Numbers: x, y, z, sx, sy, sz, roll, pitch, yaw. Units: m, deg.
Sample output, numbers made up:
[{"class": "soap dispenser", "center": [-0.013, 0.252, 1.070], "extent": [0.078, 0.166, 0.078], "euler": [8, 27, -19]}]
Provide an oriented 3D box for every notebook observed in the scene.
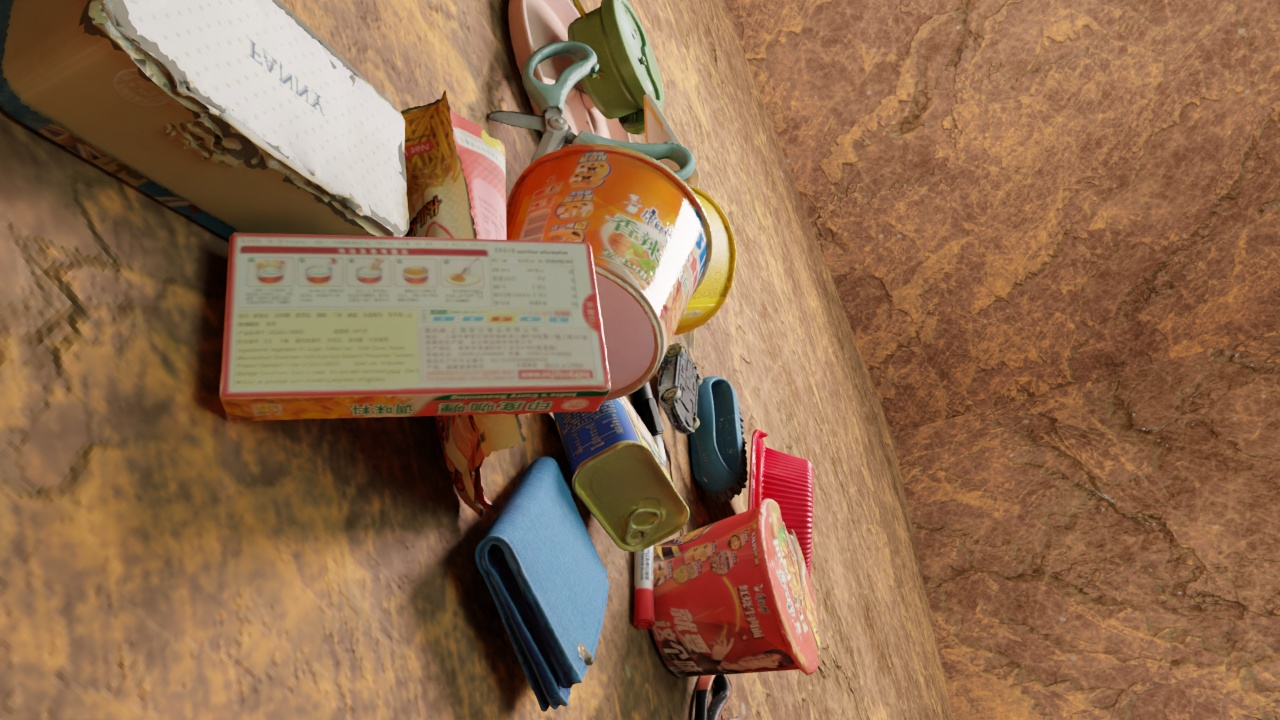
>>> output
[{"class": "notebook", "center": [0.030, -0.133, 0.893], "extent": [0.207, 0.010, 0.145], "euler": [88, -15, -45]}]

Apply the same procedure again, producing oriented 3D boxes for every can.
[{"class": "can", "center": [-0.016, 0.071, 0.647], "extent": [0.102, 0.057, 0.083], "euler": [58, 4, -40]}]

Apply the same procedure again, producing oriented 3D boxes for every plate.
[{"class": "plate", "center": [-0.065, -0.260, 0.892], "extent": [0.229, 0.028, 0.229], "euler": [-17, 90, -71]}]

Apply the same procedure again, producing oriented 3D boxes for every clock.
[{"class": "clock", "center": [-0.018, -0.294, 0.923], "extent": [0.161, 0.056, 0.116], "euler": [23, 52, -66]}]

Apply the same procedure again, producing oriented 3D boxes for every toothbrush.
[{"class": "toothbrush", "center": [0.006, 0.013, 0.863], "extent": [0.016, 0.016, 0.180], "euler": [38, 38, -65]}]

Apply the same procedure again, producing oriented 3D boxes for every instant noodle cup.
[{"class": "instant noodle cup", "center": [0.072, 0.192, 0.738], "extent": [0.137, 0.109, 0.138], "euler": [-17, 90, -72]}, {"class": "instant noodle cup", "center": [-0.004, -0.081, 0.751], "extent": [0.109, 0.138, 0.138], "euler": [-20, 92, -63]}, {"class": "instant noodle cup", "center": [-0.034, -0.051, 0.612], "extent": [0.151, 0.152, 0.111], "euler": [60, 30, -33]}, {"class": "instant noodle cup", "center": [0.144, 0.168, 0.950], "extent": [0.193, 0.066, 0.194], "euler": [2, 89, -81]}]

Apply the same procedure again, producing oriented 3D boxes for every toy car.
[{"class": "toy car", "center": [0.036, 0.028, 0.884], "extent": [0.049, 0.031, 0.105], "euler": [55, 25, -31]}]

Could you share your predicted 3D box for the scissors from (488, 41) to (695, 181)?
[{"class": "scissors", "center": [-0.034, -0.202, 0.752], "extent": [0.019, 0.174, 0.169], "euler": [116, -18, -51]}]

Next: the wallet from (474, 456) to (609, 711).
[{"class": "wallet", "center": [-0.054, 0.125, 0.540], "extent": [0.133, 0.040, 0.106], "euler": [-65, 134, -75]}]

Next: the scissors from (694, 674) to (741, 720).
[{"class": "scissors", "center": [0.053, 0.325, 0.710], "extent": [0.208, 0.015, 0.182], "euler": [-89, 155, -44]}]

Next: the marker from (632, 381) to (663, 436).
[{"class": "marker", "center": [-0.005, 0.005, 0.831], "extent": [0.020, 0.022, 0.132], "euler": [-12, 83, -29]}]

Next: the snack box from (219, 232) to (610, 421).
[{"class": "snack box", "center": [-0.094, -0.015, 0.396], "extent": [0.027, 0.155, 0.077], "euler": [119, -33, -59]}]

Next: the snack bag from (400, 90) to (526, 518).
[{"class": "snack bag", "center": [-0.096, -0.029, 0.493], "extent": [0.129, 0.073, 0.207], "euler": [123, -40, -60]}]

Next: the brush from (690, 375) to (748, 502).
[{"class": "brush", "center": [0.076, 0.072, 0.949], "extent": [0.073, 0.055, 0.143], "euler": [57, 24, -43]}]

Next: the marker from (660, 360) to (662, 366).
[{"class": "marker", "center": [0.025, -0.004, 0.936], "extent": [0.017, 0.017, 0.145], "euler": [12, 62, -70]}]

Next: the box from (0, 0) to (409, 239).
[{"class": "box", "center": [-0.167, -0.104, 0.391], "extent": [0.184, 0.064, 0.089], "euler": [45, 33, -59]}]

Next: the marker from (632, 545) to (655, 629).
[{"class": "marker", "center": [0.003, 0.144, 0.730], "extent": [0.145, 0.017, 0.017], "euler": [-90, 155, -44]}]
